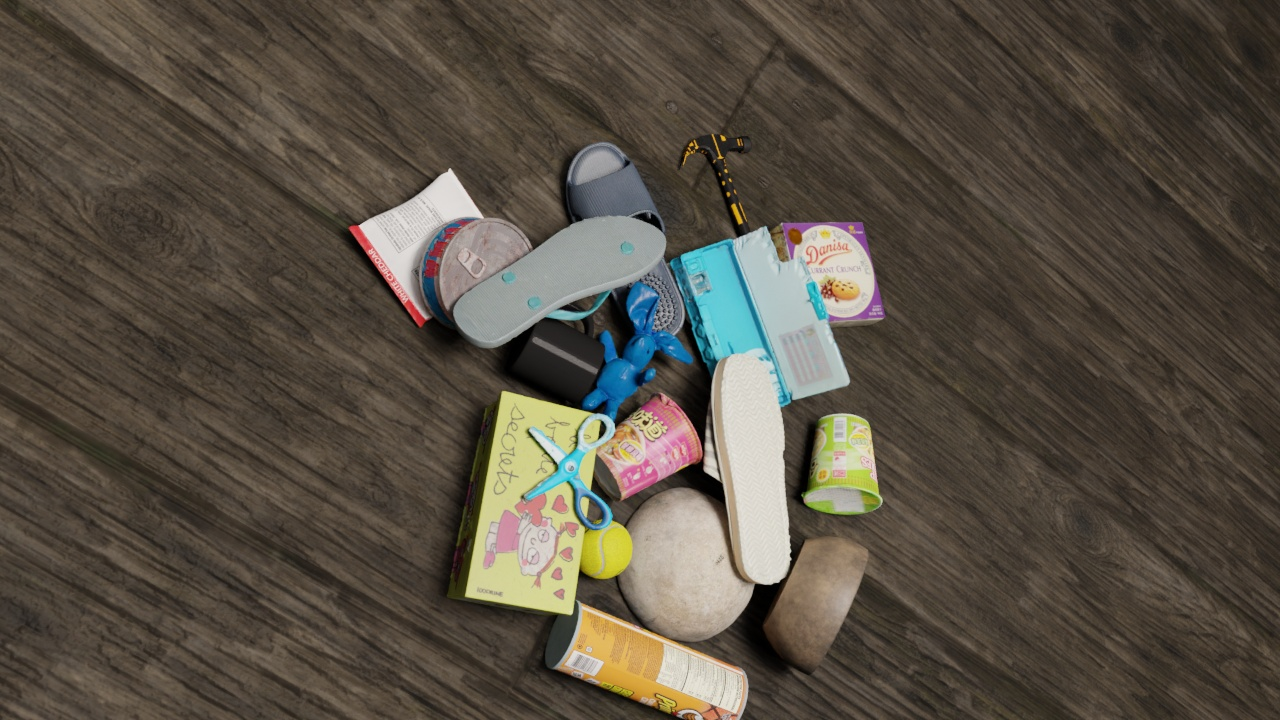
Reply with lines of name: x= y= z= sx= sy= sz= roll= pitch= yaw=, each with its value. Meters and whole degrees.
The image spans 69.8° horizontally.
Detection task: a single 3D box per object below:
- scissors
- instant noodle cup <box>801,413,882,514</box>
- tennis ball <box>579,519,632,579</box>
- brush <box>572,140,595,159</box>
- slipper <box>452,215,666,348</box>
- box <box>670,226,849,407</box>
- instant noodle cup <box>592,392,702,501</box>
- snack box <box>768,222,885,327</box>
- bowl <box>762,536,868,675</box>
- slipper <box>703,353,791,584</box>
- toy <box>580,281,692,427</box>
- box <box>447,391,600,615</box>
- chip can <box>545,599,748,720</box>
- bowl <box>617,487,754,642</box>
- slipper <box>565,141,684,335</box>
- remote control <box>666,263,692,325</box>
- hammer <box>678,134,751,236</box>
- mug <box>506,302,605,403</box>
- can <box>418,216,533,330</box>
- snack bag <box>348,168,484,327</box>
scissors: x=-0.066 y=0.119 z=0.978 sx=0.133 sy=0.011 sz=0.139 roll=-33 pitch=92 yaw=-33
instant noodle cup: x=0.260 y=0.132 z=1.181 sx=0.099 sy=0.099 sz=0.107 roll=20 pitch=60 yaw=-20
tennis ball: x=-0.042 y=0.210 z=1.020 sx=0.065 sy=0.066 sz=0.065 roll=8 pitch=72 yaw=-24
brush: x=-0.031 y=-0.222 z=1.181 sx=0.048 sy=0.017 sz=0.126 roll=-42 pitch=95 yaw=-29
slipper: x=-0.092 y=-0.089 z=1.029 sx=0.268 sy=0.055 sz=0.098 roll=-29 pitch=68 yaw=-26
box: x=0.149 y=-0.048 z=1.169 sx=0.169 sy=0.086 sz=0.227 roll=-20 pitch=93 yaw=3
instant noodle cup: x=0.000 y=0.106 z=1.062 sx=0.108 sy=0.098 sz=0.097 roll=-32 pitch=90 yaw=-22
snack box: x=0.258 y=-0.119 z=1.279 sx=0.143 sy=0.041 sz=0.148 roll=-5 pitch=78 yaw=-27
bowl: x=0.200 y=0.278 z=1.074 sx=0.070 sy=0.162 sz=0.161 roll=26 pitch=62 yaw=11
slipper: x=0.125 y=0.125 z=1.075 sx=0.114 sy=0.054 sz=0.272 roll=14 pitch=64 yaw=-42
toy: x=-0.006 y=0.006 z=1.082 sx=0.113 sy=0.071 sz=0.176 roll=33 pitch=69 yaw=-2
box: x=-0.123 y=0.155 z=0.989 sx=0.124 sy=0.083 sz=0.220 roll=18 pitch=69 yaw=-21
chip can: x=0.008 y=0.336 z=1.002 sx=0.215 sy=0.075 sz=0.075 roll=27 pitch=65 yaw=-17
bowl: x=0.068 y=0.234 z=1.060 sx=0.178 sy=0.081 sz=0.178 roll=7 pitch=74 yaw=-23
slipper: x=-0.017 y=-0.147 z=1.119 sx=0.101 sy=0.082 sz=0.263 roll=-21 pitch=87 yaw=-9
remote control: x=0.066 y=-0.073 z=1.185 sx=0.125 sy=0.018 sz=0.038 roll=46 pitch=61 yaw=-9
hammer: x=0.144 y=-0.161 z=1.242 sx=0.123 sy=0.036 sz=0.320 roll=-13 pitch=79 yaw=-28
mug: x=-0.093 y=-0.018 z=1.058 sx=0.088 sy=0.078 sz=0.113 roll=28 pitch=56 yaw=-16
can: x=-0.179 y=-0.094 z=1.023 sx=0.129 sy=0.044 sz=0.130 roll=-11 pitch=106 yaw=-42
snack bag: x=-0.232 y=-0.131 z=1.041 sx=0.143 sy=0.039 sz=0.131 roll=-40 pitch=103 yaw=-30
